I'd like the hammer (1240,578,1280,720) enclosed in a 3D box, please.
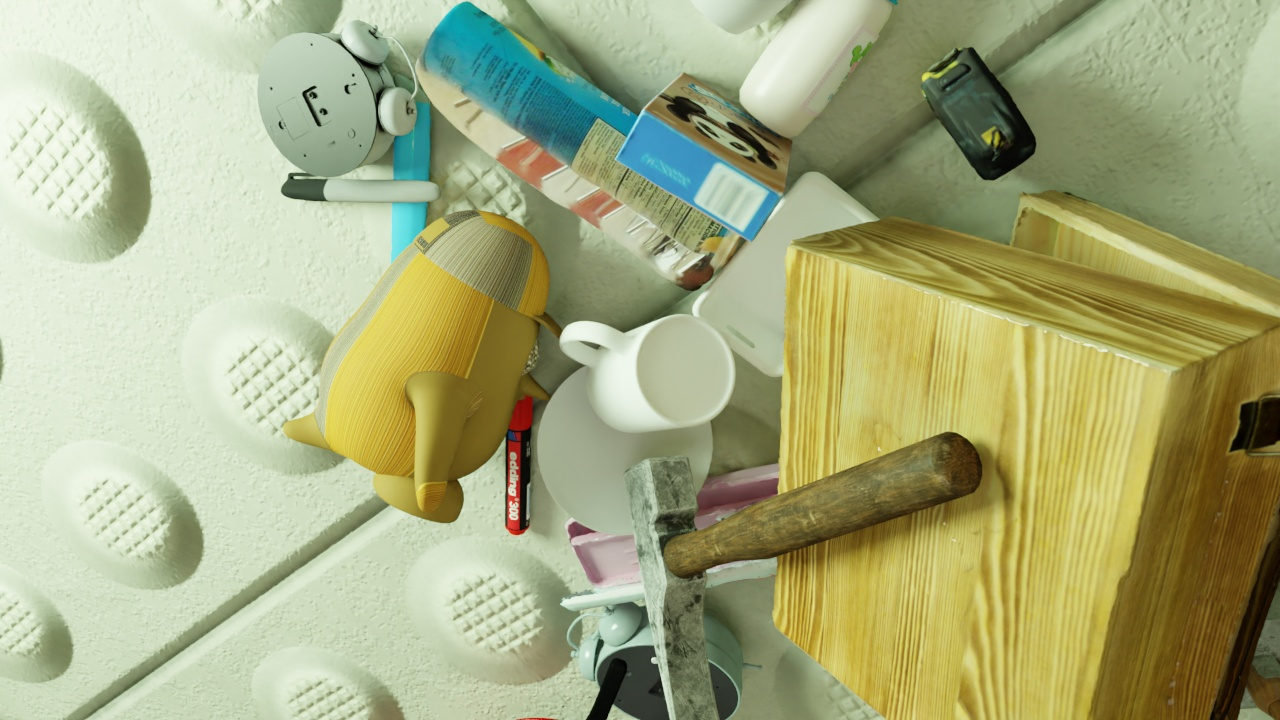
[{"bbox_3d":[0.406,0.243,0.550,0.163,0.316,0.083,-9,112,15],"label":"hammer"}]

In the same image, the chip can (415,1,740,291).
[{"bbox_3d":[-0.036,-0.136,0.600,0.229,0.079,0.080,33,117,-4],"label":"chip can"}]

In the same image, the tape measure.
[{"bbox_3d":[0.204,-0.144,0.549,0.042,0.072,0.071,-38,74,19],"label":"tape measure"}]

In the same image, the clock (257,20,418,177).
[{"bbox_3d":[-0.203,-0.180,0.626,0.123,0.035,0.094,-17,105,25],"label":"clock"}]

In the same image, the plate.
[{"bbox_3d":[-0.011,0.063,0.691,0.134,0.011,0.134,0,90,-14],"label":"plate"}]

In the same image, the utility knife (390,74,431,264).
[{"bbox_3d":[-0.169,-0.117,0.668,0.031,0.015,0.174,14,114,8],"label":"utility knife"}]

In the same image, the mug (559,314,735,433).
[{"bbox_3d":[-0.004,0.004,0.630,0.110,0.091,0.073,26,74,-18],"label":"mug"}]

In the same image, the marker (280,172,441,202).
[{"bbox_3d":[-0.204,-0.125,0.661,0.139,0.016,0.022,4,116,21],"label":"marker"}]

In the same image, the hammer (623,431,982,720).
[{"bbox_3d":[0.087,0.134,0.532,0.037,0.217,0.301,-1,161,-29],"label":"hammer"}]

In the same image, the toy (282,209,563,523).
[{"bbox_3d":[-0.132,-0.007,0.650,0.162,0.198,0.203,24,100,-30],"label":"toy"}]

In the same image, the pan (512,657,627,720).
[{"bbox_3d":[-0.058,0.362,0.825,0.209,0.067,0.357,20,123,2],"label":"pan"}]

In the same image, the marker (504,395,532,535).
[{"bbox_3d":[-0.098,0.079,0.742,0.023,0.021,0.145,31,126,43],"label":"marker"}]

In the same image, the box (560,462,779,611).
[{"bbox_3d":[0.036,0.152,0.709,0.202,0.095,0.088,-15,113,18],"label":"box"}]

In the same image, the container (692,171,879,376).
[{"bbox_3d":[0.104,-0.061,0.619,0.081,0.049,0.129,37,116,-7],"label":"container"}]

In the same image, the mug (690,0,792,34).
[{"bbox_3d":[0.060,-0.253,0.536,0.090,0.071,0.107,-46,72,34],"label":"mug"}]

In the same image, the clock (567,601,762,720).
[{"bbox_3d":[0.014,0.255,0.775,0.159,0.045,0.123,25,129,-5],"label":"clock"}]

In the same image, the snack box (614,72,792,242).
[{"bbox_3d":[0.043,-0.125,0.545,0.087,0.151,0.034,31,116,-4],"label":"snack box"}]

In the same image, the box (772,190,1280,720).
[{"bbox_3d":[0.236,0.072,0.521,0.215,0.257,0.279,-13,116,-28],"label":"box"}]

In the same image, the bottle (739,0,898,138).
[{"bbox_3d":[0.119,-0.204,0.549,0.051,0.051,0.146,35,117,-6],"label":"bottle"}]
